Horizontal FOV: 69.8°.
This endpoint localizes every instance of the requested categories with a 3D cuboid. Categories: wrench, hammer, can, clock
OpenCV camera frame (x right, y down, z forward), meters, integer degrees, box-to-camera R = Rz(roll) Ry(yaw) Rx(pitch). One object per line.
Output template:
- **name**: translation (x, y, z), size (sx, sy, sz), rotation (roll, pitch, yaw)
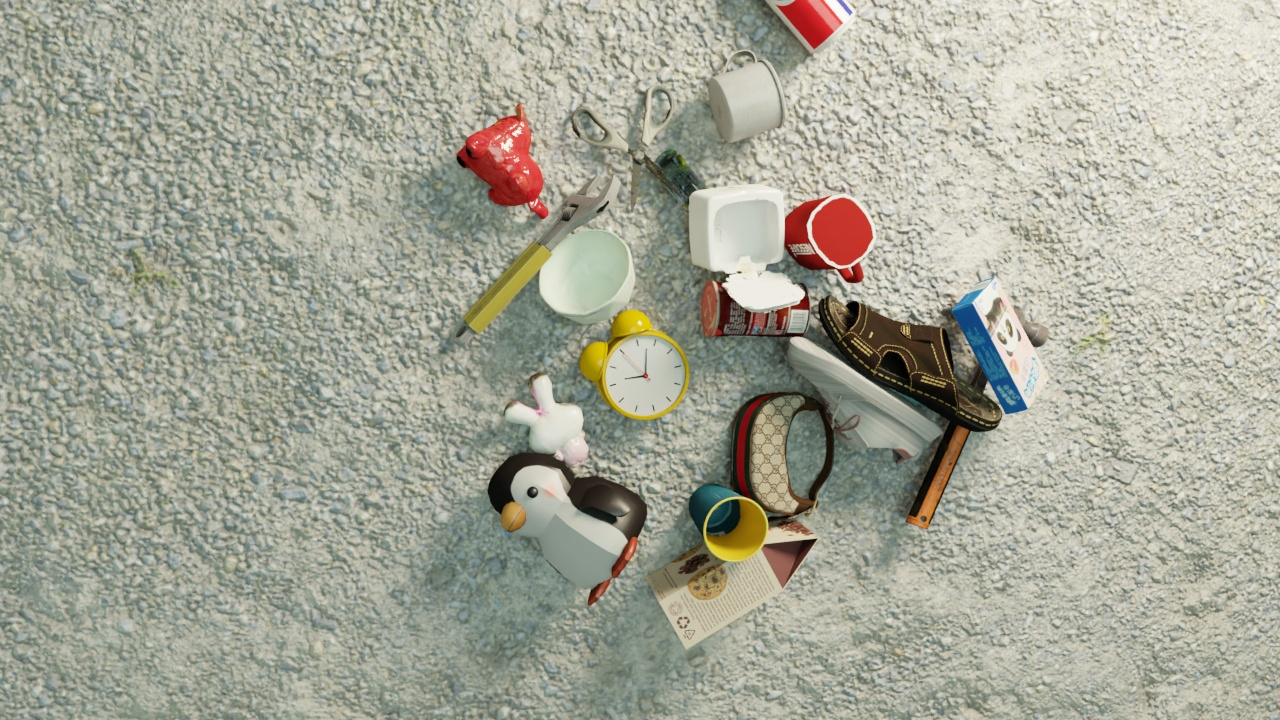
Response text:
- **wrench**: translation (-0.127, -0.118, 1.085), size (0.273, 0.083, 0.018), rotation (-47, 125, 3)
- **hammer**: translation (0.413, 0.069, 1.199), size (0.137, 0.035, 0.314), rotation (26, 86, -11)
- **can**: translation (0.194, -0.441, 1.107), size (0.070, 0.070, 0.132), rotation (-45, 101, -3)
- **clock**: translation (-0.006, 0.007, 1.125), size (0.113, 0.052, 0.152), rotation (-45, 104, -3)

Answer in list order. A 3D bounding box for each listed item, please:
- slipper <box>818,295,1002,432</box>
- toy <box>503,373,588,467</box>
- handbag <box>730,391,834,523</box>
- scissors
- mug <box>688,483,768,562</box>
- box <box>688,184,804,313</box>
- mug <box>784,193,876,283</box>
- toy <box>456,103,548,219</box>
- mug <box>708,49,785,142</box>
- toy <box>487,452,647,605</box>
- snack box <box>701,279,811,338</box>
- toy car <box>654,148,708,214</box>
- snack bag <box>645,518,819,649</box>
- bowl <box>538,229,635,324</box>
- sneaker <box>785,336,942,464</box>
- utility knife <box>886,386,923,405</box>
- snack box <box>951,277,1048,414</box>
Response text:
- **slipper**: translation (0.339, -0.006, 1.129), size (0.268, 0.112, 0.076), rotation (32, 121, -2)
- **toy**: translation (-0.109, 0.079, 1.121), size (0.079, 0.038, 0.122), rotation (-42, 100, -16)
- **handbag**: translation (0.187, 0.123, 1.167), size (0.138, 0.063, 0.166), rotation (3, 88, -21)
- **scissors**: translation (-0.006, -0.264, 1.105), size (0.171, 0.012, 0.157), rotation (32, 81, 0)
- **mug**: translation (0.101, 0.192, 1.125), size (0.078, 0.121, 0.078), rotation (-1, 95, -10)
- **box**: translation (0.130, -0.124, 1.087), size (0.107, 0.132, 0.152), rotation (-9, 109, -16)
- **mug**: translation (0.239, -0.144, 1.129), size (0.080, 0.096, 0.116), rotation (-39, 100, -5)
- **toy**: translation (-0.137, -0.227, 1.072), size (0.093, 0.088, 0.133), rotation (-49, 114, -20)
- **mug**: translation (0.122, -0.323, 1.107), size (0.070, 0.084, 0.113), rotation (-20, 69, -5)
- **toy**: translation (-0.091, 0.175, 1.101), size (0.184, 0.139, 0.159), rotation (32, 130, -2)
- **snack box**: translation (0.142, -0.063, 1.134), size (0.121, 0.072, 0.072), rotation (0, 95, -11)
- **toy car**: translation (0.052, -0.217, 1.125), size (0.038, 0.027, 0.090), rotation (-42, 98, -3)
- **snack bag**: translation (0.119, 0.262, 1.148), size (0.206, 0.094, 0.070), rotation (-30, 99, -6)
- **bowl**: translation (-0.057, -0.092, 1.091), size (0.117, 0.061, 0.117), rotation (-9, 63, 17)
- **sneaker**: translation (0.262, 0.060, 1.141), size (0.236, 0.099, 0.089), rotation (31, 103, -15)
- **utility knife**: translation (0.378, 0.051, 1.214), size (0.141, 0.015, 0.022), rotation (10, 92, -13)
- **snack box**: translation (0.452, -0.018, 1.150), size (0.087, 0.033, 0.154), rotation (-36, 99, -42)
